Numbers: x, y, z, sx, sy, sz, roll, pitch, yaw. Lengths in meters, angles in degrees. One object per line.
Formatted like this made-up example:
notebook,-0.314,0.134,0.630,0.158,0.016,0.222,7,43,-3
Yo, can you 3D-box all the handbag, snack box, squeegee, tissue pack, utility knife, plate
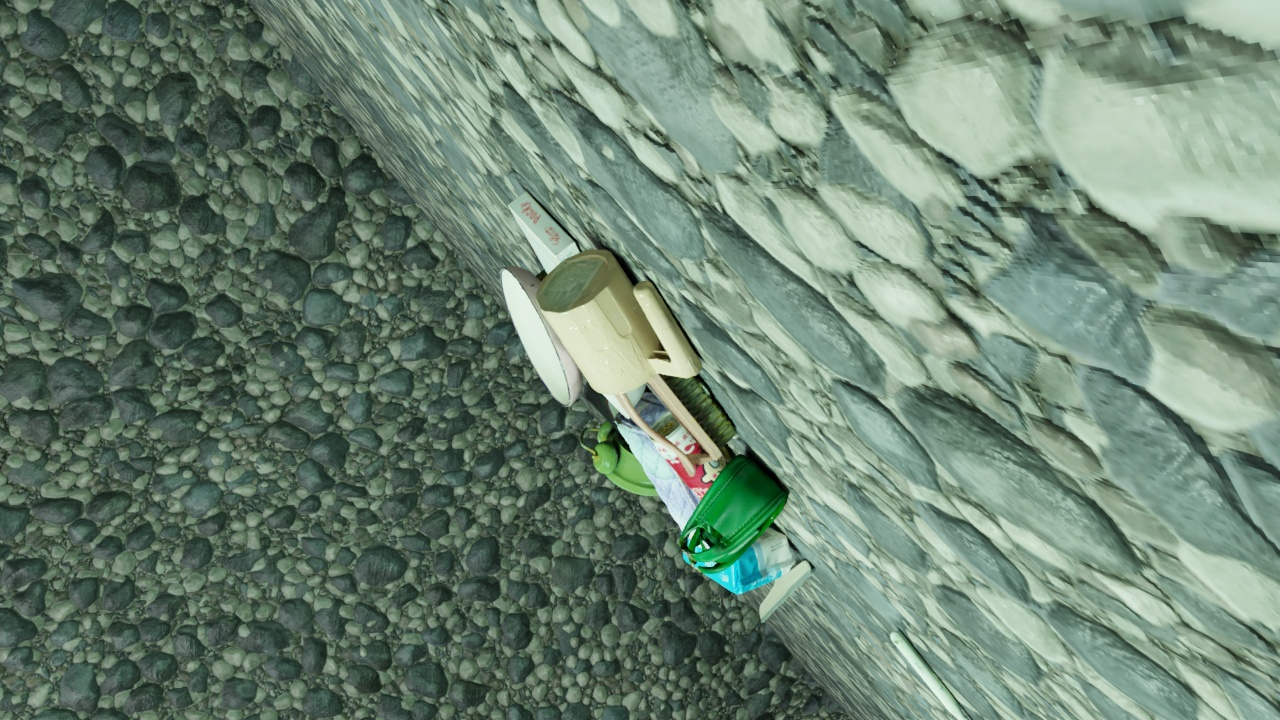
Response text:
handbag,0.053,0.137,1.128,0.194,0.075,0.134,61,163,-19
snack box,-0.085,-0.107,0.971,0.084,0.027,0.157,47,173,22
handbag,0.090,0.162,0.940,0.068,0.120,0.131,42,170,15
squeegee,0.143,0.228,1.297,0.246,0.039,0.247,54,157,21
tissue pack,0.122,0.248,1.188,0.140,0.089,0.063,18,118,55
utility knife,0.100,0.116,1.082,0.031,0.019,0.178,39,164,29
plate,-0.118,-0.035,1.155,0.192,0.039,0.193,56,162,27

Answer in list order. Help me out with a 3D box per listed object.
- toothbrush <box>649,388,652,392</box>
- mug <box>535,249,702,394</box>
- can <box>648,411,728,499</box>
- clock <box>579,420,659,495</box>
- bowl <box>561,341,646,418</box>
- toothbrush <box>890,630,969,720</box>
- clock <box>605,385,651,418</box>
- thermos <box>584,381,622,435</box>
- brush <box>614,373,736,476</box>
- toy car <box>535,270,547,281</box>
toothbrush,-0.007,0.007,1.130,0.190,0.016,0.016,54,171,-33
mug,-0.018,-0.031,0.793,0.125,0.084,0.103,9,145,40
can,0.067,0.117,1.025,0.133,0.053,0.053,50,173,-22
clock,-0.012,0.137,1.353,0.161,0.056,0.116,17,-154,-4
bowl,-0.028,0.001,1.035,0.118,0.064,0.118,49,172,8
toothbrush,0.318,0.352,0.958,0.189,0.029,0.020,52,-146,-10
clock,0.002,0.075,1.217,0.122,0.055,0.082,62,162,-12
thermos,0.018,0.103,1.312,0.090,0.068,0.242,22,-163,-51
brush,0.034,0.049,0.880,0.145,0.073,0.063,52,172,-31
toy car,-0.119,-0.096,1.199,0.043,0.036,0.091,52,165,-5
